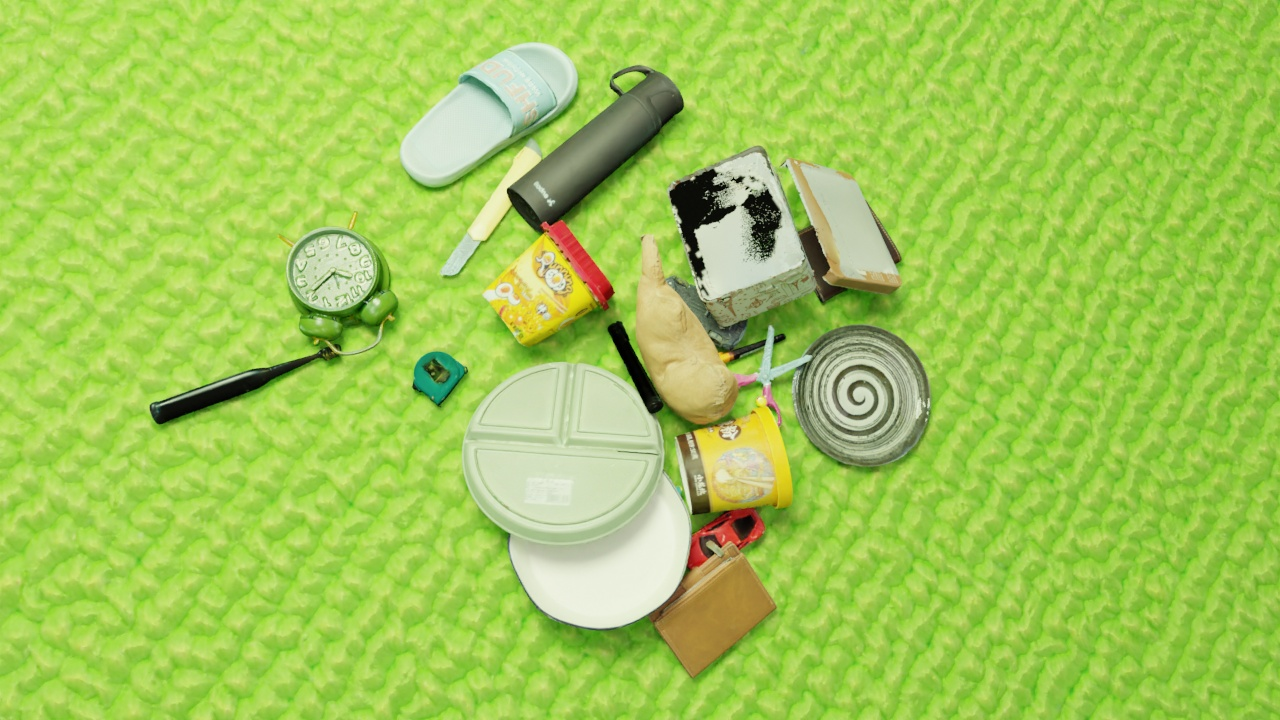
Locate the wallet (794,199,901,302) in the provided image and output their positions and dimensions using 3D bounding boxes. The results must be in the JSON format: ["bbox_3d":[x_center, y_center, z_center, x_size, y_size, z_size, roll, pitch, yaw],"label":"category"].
[{"bbox_3d":[0.259,-0.142,1.171,0.122,0.020,0.096,-27,80,-10],"label":"wallet"}]

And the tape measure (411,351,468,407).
[{"bbox_3d":[-0.237,0.017,1.070,0.054,0.025,0.058,37,77,-2],"label":"tape measure"}]

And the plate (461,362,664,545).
[{"bbox_3d":[-0.087,0.096,1.036,0.230,0.028,0.229,0,58,-1],"label":"plate"}]

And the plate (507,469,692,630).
[{"bbox_3d":[-0.045,0.200,1.037,0.205,0.046,0.204,-1,70,1],"label":"plate"}]

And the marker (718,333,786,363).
[{"bbox_3d":[0.123,-0.011,1.130,0.123,0.018,0.015,-19,76,-12],"label":"marker"}]

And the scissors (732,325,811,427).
[{"bbox_3d":[0.143,0.022,1.116,0.131,0.017,0.133,7,95,5],"label":"scissors"}]

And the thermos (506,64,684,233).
[{"bbox_3d":[-0.060,-0.266,1.123,0.242,0.068,0.090,-44,89,-14],"label":"thermos"}]

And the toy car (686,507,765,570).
[{"bbox_3d":[0.096,0.211,1.083,0.106,0.031,0.049,-31,85,-10],"label":"toy car"}]

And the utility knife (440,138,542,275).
[{"bbox_3d":[-0.179,-0.185,1.116,0.031,0.021,0.207,32,71,0],"label":"utility knife"}]

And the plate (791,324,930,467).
[{"bbox_3d":[0.272,0.043,1.140,0.179,0.024,0.179,2,81,-9],"label":"plate"}]

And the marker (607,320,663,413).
[{"bbox_3d":[-0.006,0.006,1.077,0.020,0.022,0.132,11,40,-42],"label":"marker"}]

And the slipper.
[{"bbox_3d":[-0.187,-0.305,1.108,0.245,0.074,0.104,-40,87,-11],"label":"slipper"}]

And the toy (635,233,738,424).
[{"bbox_3d":[0.035,-0.031,1.055,0.082,0.144,0.226,-24,81,-24],"label":"toy"}]

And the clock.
[{"bbox_3d":[-0.345,-0.083,1.056,0.116,0.056,0.161,-20,84,-10],"label":"clock"}]

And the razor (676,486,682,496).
[{"bbox_3d":[0.012,0.204,1.072,0.043,0.028,0.132,29,75,15],"label":"razor"}]

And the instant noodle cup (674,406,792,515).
[{"bbox_3d":[0.104,0.122,1.060,0.114,0.118,0.118,-12,82,-1],"label":"instant noodle cup"}]

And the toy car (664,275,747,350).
[{"bbox_3d":[0.072,-0.057,1.122,0.120,0.037,0.054,29,73,8],"label":"toy car"}]

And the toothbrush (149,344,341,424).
[{"bbox_3d":[-0.443,0.023,1.039,0.212,0.027,0.026,-20,122,-11],"label":"toothbrush"}]

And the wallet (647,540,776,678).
[{"bbox_3d":[0.080,0.282,1.052,0.130,0.035,0.119,-36,105,-11],"label":"wallet"}]

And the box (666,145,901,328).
[{"bbox_3d":[0.174,-0.154,1.091,0.271,0.133,0.179,-9,64,-13],"label":"box"}]

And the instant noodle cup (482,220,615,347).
[{"bbox_3d":[-0.108,-0.082,1.068,0.123,0.116,0.116,-38,88,-1],"label":"instant noodle cup"}]
